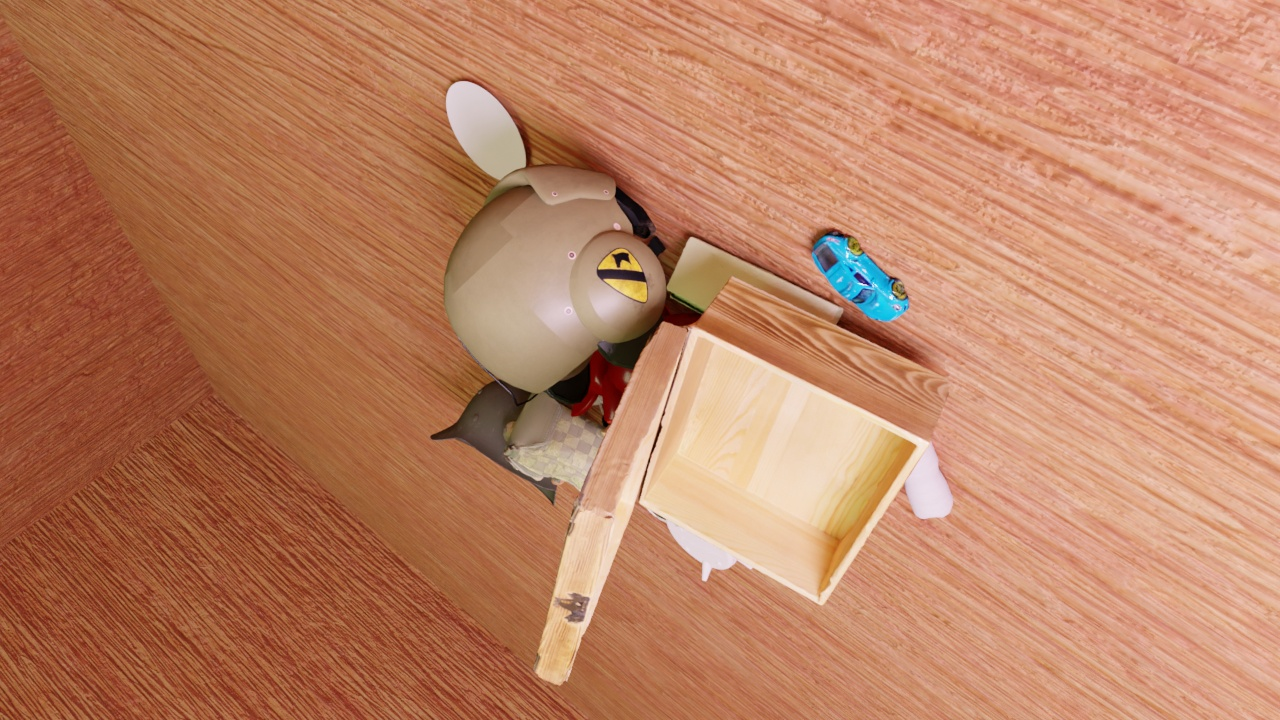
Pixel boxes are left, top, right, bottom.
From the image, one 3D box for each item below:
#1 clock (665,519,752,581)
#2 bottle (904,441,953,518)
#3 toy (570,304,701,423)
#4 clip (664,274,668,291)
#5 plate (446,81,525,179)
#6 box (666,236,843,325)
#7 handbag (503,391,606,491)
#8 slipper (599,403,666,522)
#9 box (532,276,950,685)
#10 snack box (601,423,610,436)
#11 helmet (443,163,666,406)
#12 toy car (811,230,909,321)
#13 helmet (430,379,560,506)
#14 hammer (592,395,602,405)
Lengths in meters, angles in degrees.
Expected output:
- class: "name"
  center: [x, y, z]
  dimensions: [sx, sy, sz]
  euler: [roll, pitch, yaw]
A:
- class: "clock"
  center: [0.095, 0.252, 1.361]
  dimensions: [0.125, 0.072, 0.161]
  euler: [17, 140, 41]
- class: "bottle"
  center: [0.289, 0.106, 0.963]
  dimensions: [0.044, 0.044, 0.136]
  euler: [6, 131, 49]
- class: "toy"
  center: [-0.006, 0.006, 1.115]
  dimensions: [0.120, 0.158, 0.197]
  euler: [24, 169, -29]
- class: "clip"
  center: [0.007, -0.101, 1.090]
  dimensions: [0.061, 0.025, 0.049]
  euler: [47, 150, -5]
- class: "plate"
  center: [-0.187, -0.282, 1.127]
  dimensions: [0.134, 0.011, 0.135]
  euler: [32, 148, 23]
- class: "box"
  center: [0.126, -0.060, 0.985]
  dimensions: [0.188, 0.082, 0.097]
  euler: [30, -169, 23]
- class: "handbag"
  center: [-0.110, 0.135, 1.309]
  dimensions: [0.186, 0.113, 0.117]
  euler: [28, 139, -8]
- class: "slipper"
  center: [-0.004, 0.162, 1.394]
  dimensions: [0.111, 0.063, 0.264]
  euler: [17, 142, 41]
- class: "box"
  center: [0.059, 0.138, 0.843]
  dimensions: [0.287, 0.335, 0.280]
  euler: [28, 137, 13]
- class: "snack box"
  center: [0.017, 0.122, 1.287]
  dimensions: [0.040, 0.088, 0.126]
  euler: [-1, 127, 53]
- class: "helmet"
  center: [-0.078, -0.088, 0.958]
  dimensions: [0.233, 0.254, 0.251]
  euler: [48, 150, -9]
- class: "toy car"
  center: [0.204, -0.075, 0.861]
  dimensions: [0.105, 0.032, 0.048]
  euler: [44, 150, 1]
- class: "helmet"
  center: [-0.194, 0.113, 1.459]
  dimensions: [0.227, 0.154, 0.268]
  euler: [32, 179, -17]
- class: "hammer"
  center: [-0.146, -0.008, 1.343]
  dimensions: [0.163, 0.082, 0.318]
  euler: [54, 151, -13]
